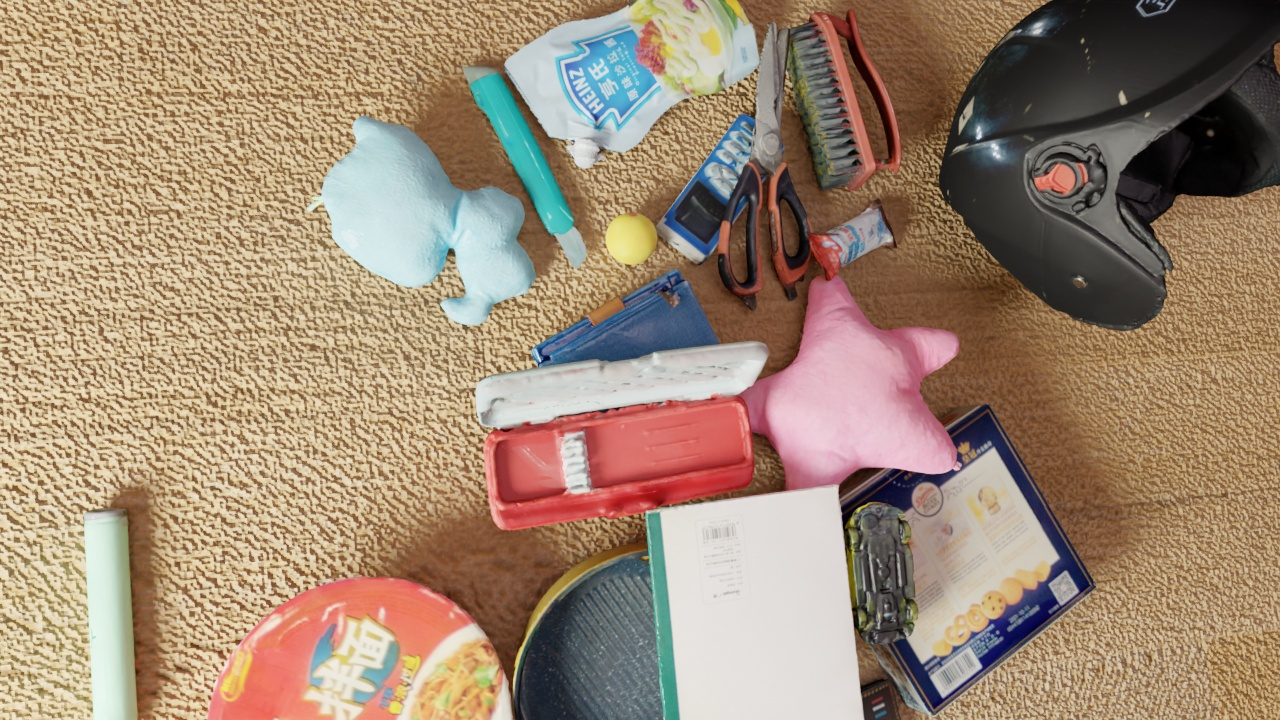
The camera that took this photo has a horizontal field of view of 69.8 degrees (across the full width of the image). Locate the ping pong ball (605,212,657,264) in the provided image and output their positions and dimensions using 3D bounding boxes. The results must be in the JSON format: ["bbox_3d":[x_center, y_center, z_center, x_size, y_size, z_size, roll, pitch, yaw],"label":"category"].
[{"bbox_3d":[-0.007,-0.095,0.714,0.040,0.040,0.040,1,84,-12],"label":"ping pong ball"}]

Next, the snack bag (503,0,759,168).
[{"bbox_3d":[-0.003,-0.237,0.732,0.190,0.039,0.110,-34,102,-13],"label":"snack bag"}]

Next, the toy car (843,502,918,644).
[{"bbox_3d":[0.177,0.157,0.684,0.048,0.032,0.105,-5,92,-11],"label":"toy car"}]

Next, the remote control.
[{"bbox_3d":[0.065,-0.139,0.742,0.049,0.024,0.124,38,77,-6],"label":"remote control"}]

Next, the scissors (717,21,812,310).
[{"bbox_3d":[0.112,-0.155,0.737,0.192,0.015,0.206,44,75,-23],"label":"scissors"}]

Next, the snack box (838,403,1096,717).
[{"bbox_3d":[0.247,0.156,0.741,0.177,0.046,0.182,-31,91,-12],"label":"snack box"}]

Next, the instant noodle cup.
[{"bbox_3d":[-0.187,0.243,0.628,0.193,0.066,0.193,1,83,-11],"label":"instant noodle cup"}]

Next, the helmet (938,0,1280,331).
[{"bbox_3d":[0.355,-0.170,0.688,0.233,0.275,0.230,-39,66,-22],"label":"helmet"}]

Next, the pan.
[{"bbox_3d":[0.054,0.294,0.665,0.197,0.078,0.357,-37,103,-7],"label":"pan"}]

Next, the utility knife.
[{"bbox_3d":[-0.088,-0.153,0.716,0.029,0.013,0.179,-27,90,-10],"label":"utility knife"}]

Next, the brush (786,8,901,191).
[{"bbox_3d":[0.166,-0.217,0.753,0.069,0.063,0.145,-15,86,-2],"label":"brush"}]

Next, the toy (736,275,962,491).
[{"bbox_3d":[0.163,0.042,0.711,0.178,0.074,0.194,33,80,17],"label":"toy"}]

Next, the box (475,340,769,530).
[{"bbox_3d":[-0.013,0.045,0.654,0.201,0.073,0.155,-8,126,-12],"label":"box"}]

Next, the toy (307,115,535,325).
[{"bbox_3d":[-0.161,-0.102,0.677,0.156,0.050,0.161,-10,94,-20],"label":"toy"}]

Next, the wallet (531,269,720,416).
[{"bbox_3d":[-0.004,0.004,0.706,0.133,0.040,0.106,-30,97,-10],"label":"wallet"}]

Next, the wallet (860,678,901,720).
[{"bbox_3d":[0.170,0.324,0.722,0.096,0.020,0.122,-16,90,-14],"label":"wallet"}]

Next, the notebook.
[{"bbox_3d":[0.083,0.200,0.646,0.150,0.012,0.209,-5,88,-16],"label":"notebook"}]

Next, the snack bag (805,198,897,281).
[{"bbox_3d":[0.174,-0.099,0.752,0.104,0.026,0.048,-24,90,-31],"label":"snack bag"}]

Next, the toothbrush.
[{"bbox_3d":[-0.353,0.211,0.615,0.027,0.026,0.224,-8,85,26],"label":"toothbrush"}]
